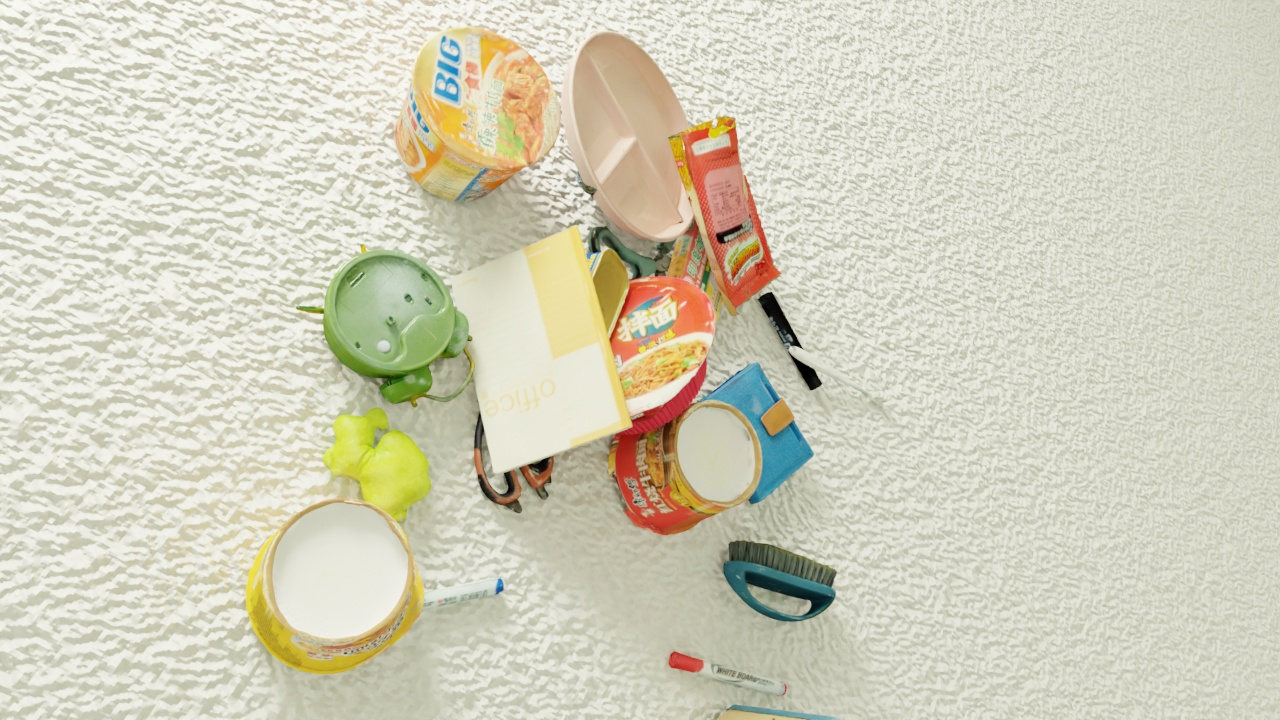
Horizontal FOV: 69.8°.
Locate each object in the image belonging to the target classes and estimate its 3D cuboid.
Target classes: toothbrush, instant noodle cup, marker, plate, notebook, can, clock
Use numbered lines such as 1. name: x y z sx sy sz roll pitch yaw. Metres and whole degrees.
1. toothbrush: 0.247 0.019 1.136 0.180 0.016 0.016 26 54 -32
2. instant noodle cup: -0.005 0.005 0.919 0.193 0.194 0.066 -62 139 -30
3. instant noodle cup: -0.170 -0.235 0.913 0.151 0.112 0.151 10 69 -29
4. marker: 0.093 0.327 0.955 0.145 0.017 0.017 23 64 -24
5. marker: 0.185 -0.024 1.124 0.022 0.020 0.132 -34 94 -52
6. plate: -0.009 -0.236 0.983 0.229 0.028 0.229 22 61 -49
7. notebook: -0.098 -0.011 0.870 0.010 0.146 0.206 26 46 -66
8. marker: -0.190 0.213 0.814 0.145 0.017 0.017 -5 77 -33
9. instant noodle cup: -0.239 0.172 0.725 0.138 0.110 0.137 7 67 -18
10. instant noodle cup: 0.053 0.104 0.945 0.137 0.109 0.137 11 69 -30
11. can: -0.069 -0.060 0.928 0.057 0.083 0.101 52 46 -42
12. clock: -0.223 -0.027 0.847 0.161 0.056 0.115 43 58 -13

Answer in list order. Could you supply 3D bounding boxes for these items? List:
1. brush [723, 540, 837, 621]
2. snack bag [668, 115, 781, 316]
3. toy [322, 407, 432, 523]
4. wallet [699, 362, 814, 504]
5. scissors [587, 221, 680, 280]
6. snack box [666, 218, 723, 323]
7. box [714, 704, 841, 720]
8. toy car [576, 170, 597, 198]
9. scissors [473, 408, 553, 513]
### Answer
1. brush: 0.151 0.244 0.994 0.143 0.055 0.073 22 64 -25
2. snack bag: 0.100 -0.167 1.041 0.128 0.073 0.208 -41 118 -49
3. toy: -0.231 0.092 0.819 0.100 0.031 0.096 19 68 -22
4. wallet: 0.130 0.082 1.046 0.106 0.040 0.133 -34 95 -31
5. scissors: 0.002 -0.146 1.022 0.174 0.019 0.170 12 73 -47
6. snack box: 0.075 -0.125 1.070 0.077 0.027 0.155 39 56 -39
7. box: 0.133 0.382 0.862 0.063 0.185 0.090 -23 93 -38
8. toy car: -0.031 -0.191 1.033 0.105 0.031 0.048 36 59 -35
9. scissors: -0.128 0.034 0.913 0.182 0.015 0.208 33 60 -18
